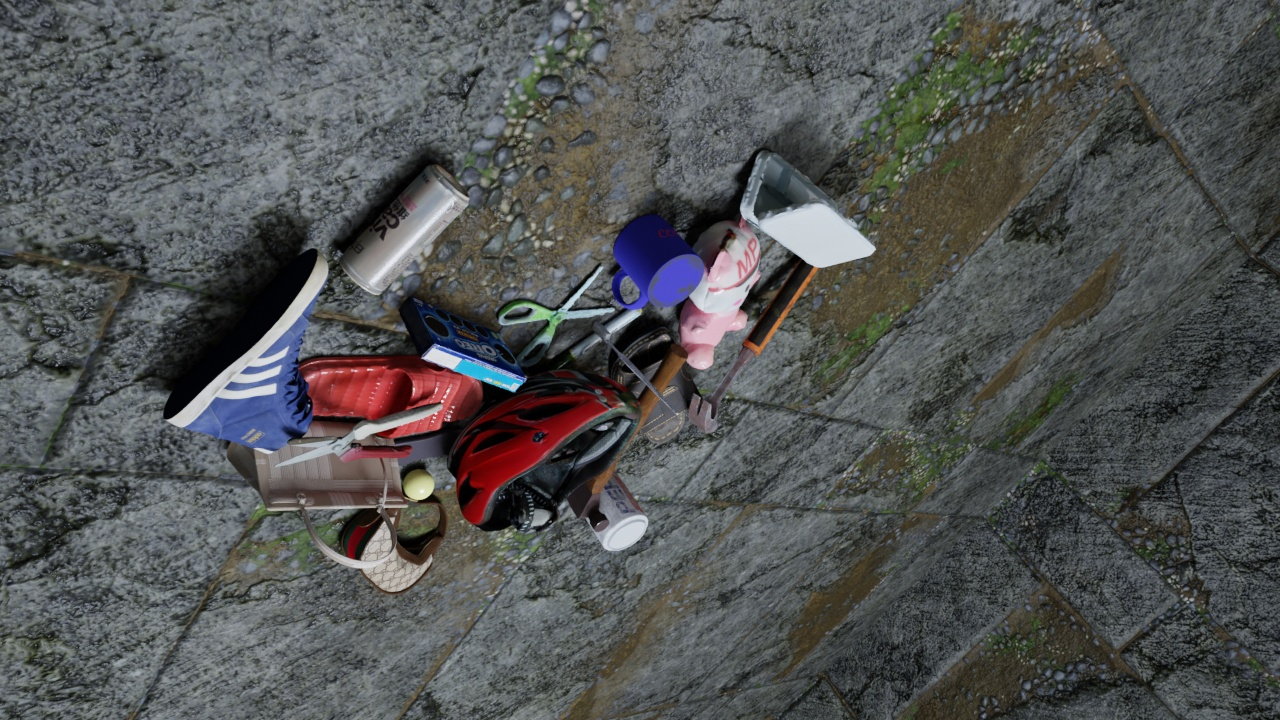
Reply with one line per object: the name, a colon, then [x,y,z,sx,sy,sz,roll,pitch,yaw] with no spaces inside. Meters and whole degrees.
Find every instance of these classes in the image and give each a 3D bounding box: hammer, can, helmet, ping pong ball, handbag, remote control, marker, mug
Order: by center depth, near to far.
can: [-0.233,-0.130,0.908,0.136,0.054,0.054,-43,145,8]
handbag: [-0.336,0.151,1.014,0.175,0.198,0.062,8,125,-46]
mug: [0.011,-0.110,1.120,0.111,0.083,0.079,-47,144,14]
helmet: [-0.123,0.110,1.178,0.272,0.167,0.217,-37,161,12]
remote control: [-0.287,0.113,1.179,0.124,0.009,0.047,-11,138,-32]
ping pong ball: [-0.291,0.163,1.206,0.040,0.040,0.040,-24,143,-19]
marker: [-0.060,-0.029,1.210,0.146,0.017,0.017,-35,145,-3]
handbag: [-0.330,0.241,1.259,0.138,0.063,0.167,-45,145,-19]
hammer: [-0.022,0.102,1.271,0.033,0.115,0.324,-3,136,-41]
hammer: [0.168,-0.037,1.307,0.314,0.035,0.138,-55,164,-3]
can: [-0.053,0.215,1.392,0.078,0.136,0.078,-24,143,-19]

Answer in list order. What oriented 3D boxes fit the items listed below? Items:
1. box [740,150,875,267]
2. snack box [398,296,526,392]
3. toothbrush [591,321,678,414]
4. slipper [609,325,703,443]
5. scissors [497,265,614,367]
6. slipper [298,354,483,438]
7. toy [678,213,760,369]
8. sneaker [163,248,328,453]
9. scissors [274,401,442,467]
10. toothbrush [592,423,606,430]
box: [0.233,-0.179,1.178,0.215,0.125,0.106,17,94,-50]
snack box: [-0.200,-0.016,1.044,0.027,0.082,0.150,-46,145,15]
toothbrush: [-0.007,0.007,1.153,0.010,0.181,0.010,-10,134,-42]
slipper: [0.029,0.051,1.327,0.113,0.075,0.268,-30,145,-11]
scissors: [-0.106,-0.052,1.150,0.171,0.023,0.168,-5,129,-35]
slipper: [-0.283,0.045,1.063,0.248,0.059,0.104,7,126,-44]
toy: [0.102,-0.096,1.210,0.141,0.084,0.214,-47,159,-33]
sneaker: [-0.349,0.007,0.915,0.233,0.091,0.118,-43,129,11]
scissors: [-0.299,0.086,1.006,0.179,0.015,0.188,-34,158,-15]
toothbrush: [-0.122,0.135,1.346,0.166,0.014,0.016,-31,145,-8]
